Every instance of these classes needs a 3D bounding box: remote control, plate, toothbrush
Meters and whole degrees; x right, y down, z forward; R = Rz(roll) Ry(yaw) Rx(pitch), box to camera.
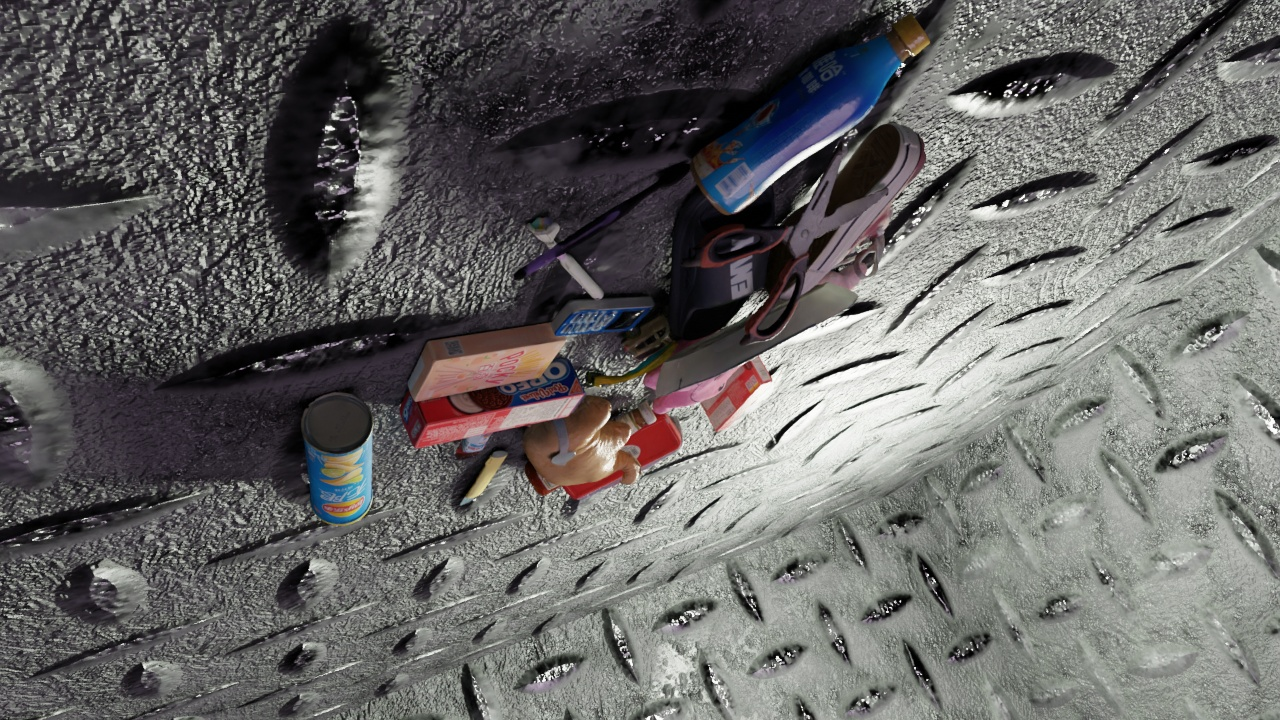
[{"bbox_3d":[-0.041,-0.051,1.008,0.124,0.024,0.049,-5,152,-45],"label":"remote control"},{"bbox_3d":[0.130,-0.031,1.067,0.265,0.034,0.162,-27,-176,-18],"label":"plate"},{"bbox_3d":[-0.065,-0.094,0.887,0.029,0.020,0.189,1,165,14],"label":"toothbrush"},{"bbox_3d":[-0.034,-0.124,0.824,0.189,0.014,0.017,-33,175,-5],"label":"toothbrush"}]

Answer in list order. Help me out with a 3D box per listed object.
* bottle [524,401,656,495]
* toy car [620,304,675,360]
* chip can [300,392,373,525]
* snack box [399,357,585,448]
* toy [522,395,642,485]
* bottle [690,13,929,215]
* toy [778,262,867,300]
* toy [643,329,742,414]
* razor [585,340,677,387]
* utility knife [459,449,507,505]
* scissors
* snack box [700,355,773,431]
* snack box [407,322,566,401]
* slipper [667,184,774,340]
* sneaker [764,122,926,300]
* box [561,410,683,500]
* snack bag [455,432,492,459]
[{"bbox_3d":[-0.072,0.125,1.350,0.206,0.059,0.060,-31,159,2],"label":"bottle"},{"bbox_3d":[0.022,-0.035,1.106,0.090,0.035,0.042,-34,160,12],"label":"toy car"},{"bbox_3d":[-0.327,0.112,0.999,0.071,0.071,0.211,-16,157,-25],"label":"chip can"},{"bbox_3d":[-0.166,0.047,1.051,0.207,0.057,0.058,-10,152,-36],"label":"snack box"},{"bbox_3d":[-0.078,0.126,1.268,0.143,0.082,0.226,-23,148,9],"label":"toy"},{"bbox_3d":[0.143,-0.212,0.782,0.219,0.065,0.065,-36,157,22],"label":"bottle"},{"bbox_3d":[0.234,-0.084,1.217,0.159,0.054,0.122,-24,161,-28],"label":"toy"},{"bbox_3d":[0.085,0.001,1.208,0.178,0.074,0.195,-30,160,-6],"label":"toy"},{"bbox_3d":[-0.007,0.007,1.149,0.133,0.028,0.043,-24,159,29],"label":"razor"},{"bbox_3d":[-0.228,0.173,1.332,0.030,0.019,0.179,-6,146,-34],"label":"utility knife"},{"bbox_3d":[0.147,-0.109,0.906,0.225,0.015,0.189,-19,126,-7],"label":"scissors"},{"bbox_3d":[0.134,0.038,1.353,0.025,0.075,0.153,-15,156,-31],"label":"snack box"},{"bbox_3d":[-0.164,0.000,0.985,0.157,0.026,0.085,-10,155,-35],"label":"snack box"},{"bbox_3d":[0.094,-0.089,0.975,0.110,0.083,0.269,-21,153,-18],"label":"slipper"},{"bbox_3d":[0.227,-0.146,0.987,0.087,0.118,0.242,14,135,-30],"label":"sneaker"},{"bbox_3d":[-0.037,0.133,1.434,0.201,0.100,0.095,-28,119,9],"label":"box"},{"bbox_3d":[-0.203,0.091,1.156,0.045,0.026,0.106,-9,151,-31],"label":"snack bag"}]
